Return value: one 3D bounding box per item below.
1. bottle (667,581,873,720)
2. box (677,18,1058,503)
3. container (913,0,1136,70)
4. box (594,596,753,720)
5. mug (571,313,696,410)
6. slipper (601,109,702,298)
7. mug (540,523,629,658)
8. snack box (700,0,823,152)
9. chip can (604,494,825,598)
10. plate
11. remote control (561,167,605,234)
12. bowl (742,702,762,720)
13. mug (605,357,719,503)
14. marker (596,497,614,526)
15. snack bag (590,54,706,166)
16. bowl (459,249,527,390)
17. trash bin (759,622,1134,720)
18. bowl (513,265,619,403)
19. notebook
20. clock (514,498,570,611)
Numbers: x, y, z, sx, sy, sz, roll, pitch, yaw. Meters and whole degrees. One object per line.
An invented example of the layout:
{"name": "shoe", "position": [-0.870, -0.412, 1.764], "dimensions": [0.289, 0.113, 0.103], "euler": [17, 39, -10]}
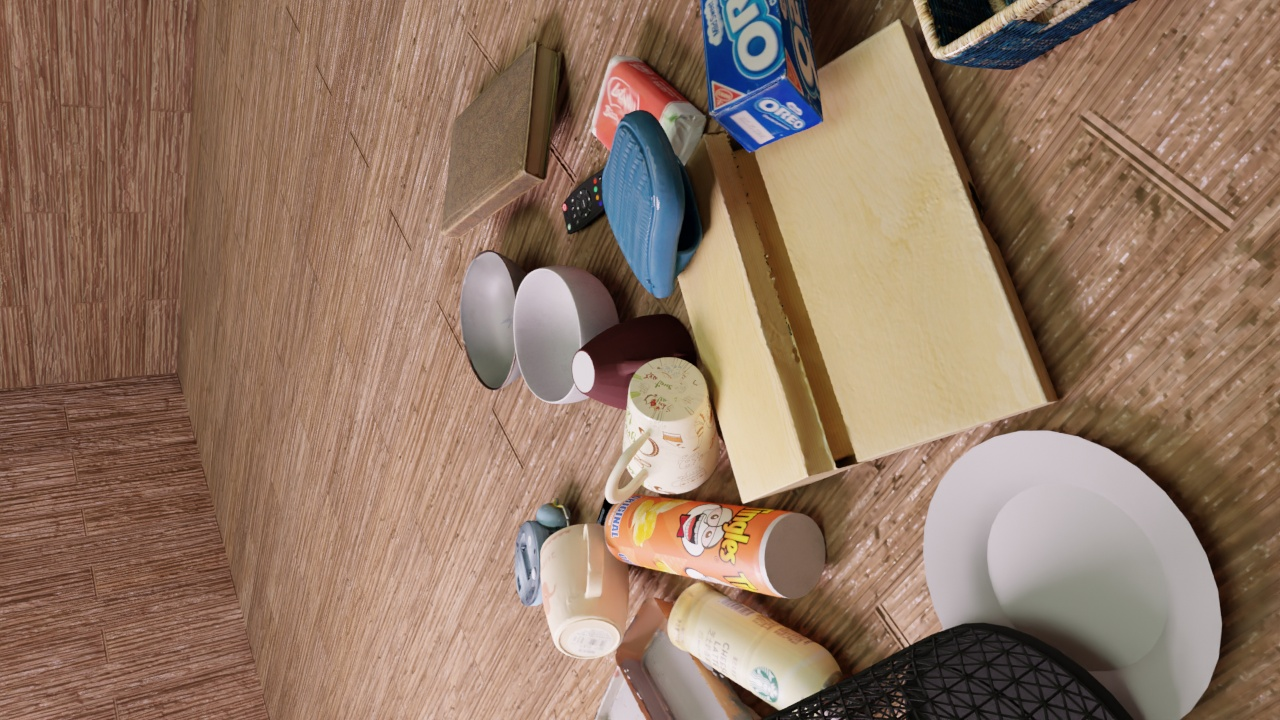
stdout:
{"name": "bottle", "position": [0.096, 0.226, 0.695], "dimensions": [0.162, 0.056, 0.056], "euler": [20, 112, 41]}
{"name": "box", "position": [0.116, -0.050, 0.621], "dimensions": [0.262, 0.096, 0.247], "euler": [-30, 72, 47]}
{"name": "container", "position": [0.201, -0.264, 0.460], "dimensions": [0.146, 0.071, 0.187], "euler": [-24, 75, 54]}
{"name": "box", "position": [0.020, 0.310, 0.758], "dimensions": [0.148, 0.042, 0.216], "euler": [-58, 26, 5]}
{"name": "mug", "position": [-0.005, 0.005, 0.784], "dimensions": [0.114, 0.088, 0.087], "euler": [-7, 90, 55]}
{"name": "slipper", "position": [0.013, -0.107, 0.657], "dimensions": [0.214, 0.059, 0.103], "euler": [106, 143, -79]}
{"name": "mug", "position": [-0.048, 0.206, 0.849], "dimensions": [0.104, 0.085, 0.112], "euler": [-98, 16, -52]}
{"name": "snack box", "position": [0.072, -0.251, 0.601], "dimensions": [0.059, 0.059, 0.226], "euler": [-16, 65, 32]}
{"name": "chip can", "position": [0.052, 0.147, 0.750], "dimensions": [0.211, 0.062, 0.062], "euler": [-6, 91, 55]}
{"name": "plate", "position": [0.238, 0.125, 0.519], "dimensions": [0.173, 0.019, 0.173], "euler": [13, 106, 54]}
{"name": "remote control", "position": [-0.040, -0.158, 0.875], "dimensions": [0.125, 0.010, 0.039], "euler": [-26, 74, 54]}
{"name": "bowl", "position": [0.059, 0.380, 0.773], "dimensions": [0.177, 0.070, 0.177], "euler": [12, 105, 54]}
{"name": "mug", "position": [0.010, 0.062, 0.720], "dimensions": [0.081, 0.121, 0.097], "euler": [33, 154, 23]}
{"name": "marker", "position": [-0.045, 0.185, 0.936], "dimensions": [0.018, 0.015, 0.123], "euler": [51, 134, 43]}
{"name": "snack bag", "position": [0.004, -0.201, 0.783], "dimensions": [0.116, 0.036, 0.077], "euler": [52, 135, 37]}
{"name": "bowl", "position": [-0.142, -0.045, 1.000], "dimensions": [0.151, 0.056, 0.151], "euler": [13, 106, 55]}
{"name": "trash bin", "position": [0.132, 0.265, 0.473], "dimensions": [0.217, 0.242, 0.217], "euler": [33, 133, 44]}
{"name": "bowl", "position": [-0.064, -0.026, 0.885], "dimensions": [0.132, 0.064, 0.132], "euler": [13, 106, 54]}
{"name": "notebook", "position": [-0.155, -0.206, 0.972], "dimensions": [0.216, 0.034, 0.190], "euler": [-15, 67, 55]}
{"name": "clock", "position": [-0.095, 0.204, 0.966], "dimensions": [0.088, 0.051, 0.125], "euler": [-111, 33, -46]}
